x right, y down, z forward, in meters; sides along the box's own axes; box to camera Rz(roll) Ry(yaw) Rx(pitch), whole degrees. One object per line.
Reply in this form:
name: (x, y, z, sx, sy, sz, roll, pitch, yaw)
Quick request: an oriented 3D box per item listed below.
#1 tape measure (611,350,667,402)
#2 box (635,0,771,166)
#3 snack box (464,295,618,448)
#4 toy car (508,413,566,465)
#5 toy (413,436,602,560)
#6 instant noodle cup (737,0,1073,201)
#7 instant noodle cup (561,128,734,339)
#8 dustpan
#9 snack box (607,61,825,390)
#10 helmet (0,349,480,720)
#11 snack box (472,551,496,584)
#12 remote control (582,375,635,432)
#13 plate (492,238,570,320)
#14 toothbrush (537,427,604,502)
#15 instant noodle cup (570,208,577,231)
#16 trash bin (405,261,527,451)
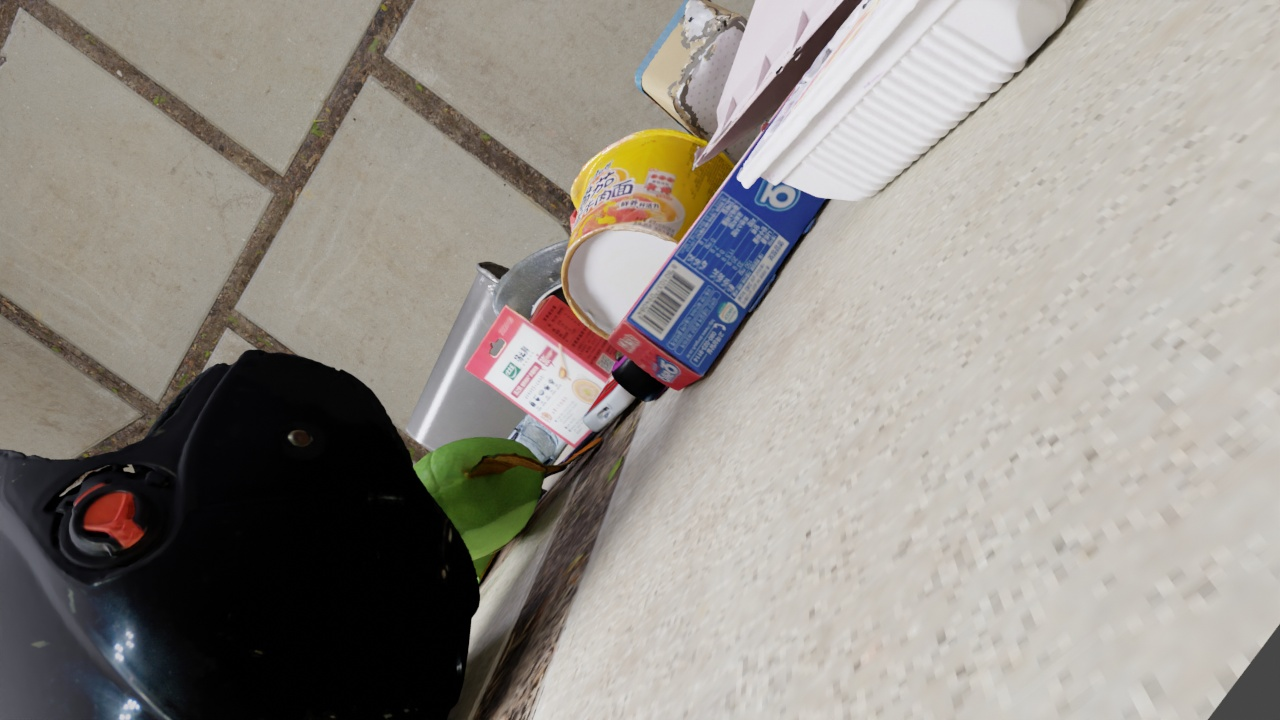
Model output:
tape measure: (0.007, -0.003, 0.617, 0.057, 0.039, 0.057, -48, 7, 41)
box: (0.081, -0.205, 0.737, 0.090, 0.059, 0.184, -52, -37, 8)
snack box: (-0.077, 0.005, 0.812, 0.113, 0.127, 0.044, -46, 9, 49)
toy car: (-0.109, 0.086, 0.953, 0.120, 0.054, 0.037, -52, 3, -1)
toy: (-0.132, 0.109, 0.704, 0.227, 0.090, 0.247, -22, -11, -3)
instant noodle cup: (0.125, -0.143, 0.403, 0.137, 0.060, 0.174, -56, 7, -29)
instant noodle cup: (0.008, -0.082, 0.673, 0.138, 0.138, 0.109, -48, 15, 42)
dustpan: (0.171, -0.242, 0.589, 0.223, 0.138, 0.272, -38, 30, 56)
snack box: (0.064, -0.081, 0.543, 0.207, 0.057, 0.058, -55, 3, -16)
helmet: (-0.222, 0.141, 0.471, 0.234, 0.274, 0.229, 119, 156, -48)
snack box: (-0.211, 0.216, 0.901, 0.210, 0.070, 0.157, -50, 7, 24)
remote control: (-0.004, 0.004, 0.730, 0.056, 0.020, 0.135, -44, 8, 37)
plate: (-0.043, -0.054, 0.825, 0.180, 0.179, 0.024, -46, 47, 51)
toothbrush: (-0.054, 0.080, 0.773, 0.190, 0.017, 0.014, -45, 13, 39)
instant noodle cup: (0.019, -0.130, 0.895, 0.109, 0.138, 0.137, -38, 13, 36)
trash bin: (-0.155, 0.020, 1.118, 0.220, 0.199, 0.198, -59, 3, 7)
